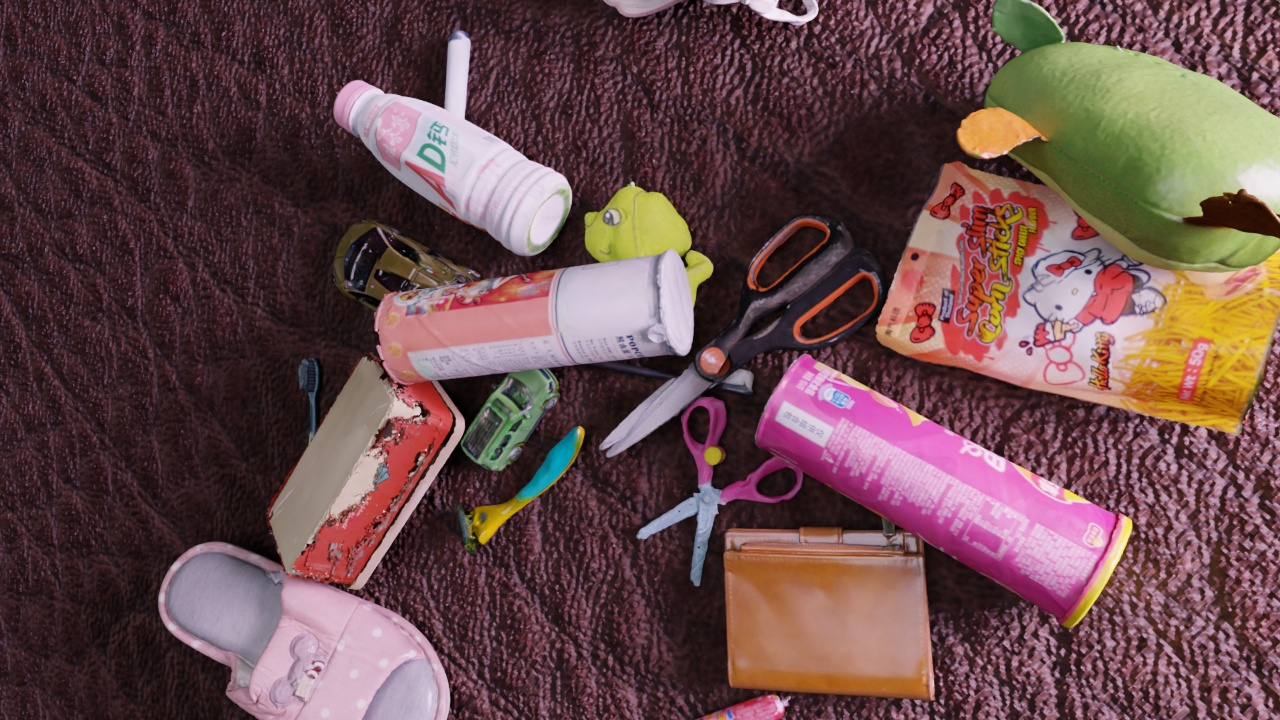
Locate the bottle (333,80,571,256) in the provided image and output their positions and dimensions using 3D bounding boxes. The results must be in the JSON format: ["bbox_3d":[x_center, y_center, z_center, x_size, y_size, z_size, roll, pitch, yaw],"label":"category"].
[{"bbox_3d":[-0.147,-0.154,0.700,0.197,0.068,0.068,33,98,14],"label":"bottle"}]

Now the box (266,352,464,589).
[{"bbox_3d":[-0.219,0.084,0.701,0.168,0.079,0.091,-56,44,10],"label":"box"}]

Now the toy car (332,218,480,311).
[{"bbox_3d":[-0.192,-0.063,0.739,0.158,0.042,0.070,28,96,25],"label":"toy car"}]

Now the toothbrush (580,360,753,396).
[{"bbox_3d":[-0.004,0.004,0.668,0.181,0.015,0.018,9,83,22],"label":"toothbrush"}]

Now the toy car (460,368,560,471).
[{"bbox_3d":[-0.100,0.041,0.695,0.043,0.036,0.091,38,96,22],"label":"toy car"}]

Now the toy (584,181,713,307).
[{"bbox_3d":[0.005,-0.079,0.663,0.097,0.031,0.100,-2,89,18],"label":"toy"}]

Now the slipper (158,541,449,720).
[{"bbox_3d":[-0.271,0.223,0.718,0.274,0.054,0.114,24,76,17],"label":"slipper"}]

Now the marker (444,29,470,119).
[{"bbox_3d":[-0.153,-0.202,0.744,0.022,0.018,0.130,4,87,-15],"label":"marker"}]

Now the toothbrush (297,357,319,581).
[{"bbox_3d":[-0.278,0.092,0.772,0.016,0.018,0.191,-5,83,22],"label":"toothbrush"}]

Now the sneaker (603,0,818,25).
[{"bbox_3d":[0.075,-0.273,0.611,0.242,0.118,0.087,-9,64,27],"label":"sneaker"}]

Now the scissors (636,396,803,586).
[{"bbox_3d":[0.056,0.094,0.637,0.125,0.017,0.133,9,93,19],"label":"scissors"}]

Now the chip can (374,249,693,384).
[{"bbox_3d":[-0.075,-0.026,0.637,0.215,0.071,0.071,-7,83,19],"label":"chip can"}]

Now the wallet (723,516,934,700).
[{"bbox_3d":[0.119,0.156,0.594,0.131,0.035,0.119,-3,84,21],"label":"wallet"}]

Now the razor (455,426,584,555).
[{"bbox_3d":[-0.086,0.093,0.687,0.133,0.028,0.043,-42,41,17],"label":"razor"}]

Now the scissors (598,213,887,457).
[{"bbox_3d":[0.069,0.003,0.621,0.137,0.021,0.235,31,91,19],"label":"scissors"}]

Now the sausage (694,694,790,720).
[{"bbox_3d":[0.034,0.259,0.629,0.156,0.020,0.020,-29,75,18],"label":"sausage"}]

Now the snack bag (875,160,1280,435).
[{"bbox_3d":[0.257,-0.039,0.546,0.208,0.073,0.128,20,94,30],"label":"snack bag"}]

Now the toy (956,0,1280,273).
[{"bbox_3d":[0.268,-0.108,0.484,0.246,0.226,0.090,-114,35,-49],"label":"toy"}]

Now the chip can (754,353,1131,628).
[{"bbox_3d":[0.176,0.073,0.558,0.210,0.071,0.071,30,97,22],"label":"chip can"}]
